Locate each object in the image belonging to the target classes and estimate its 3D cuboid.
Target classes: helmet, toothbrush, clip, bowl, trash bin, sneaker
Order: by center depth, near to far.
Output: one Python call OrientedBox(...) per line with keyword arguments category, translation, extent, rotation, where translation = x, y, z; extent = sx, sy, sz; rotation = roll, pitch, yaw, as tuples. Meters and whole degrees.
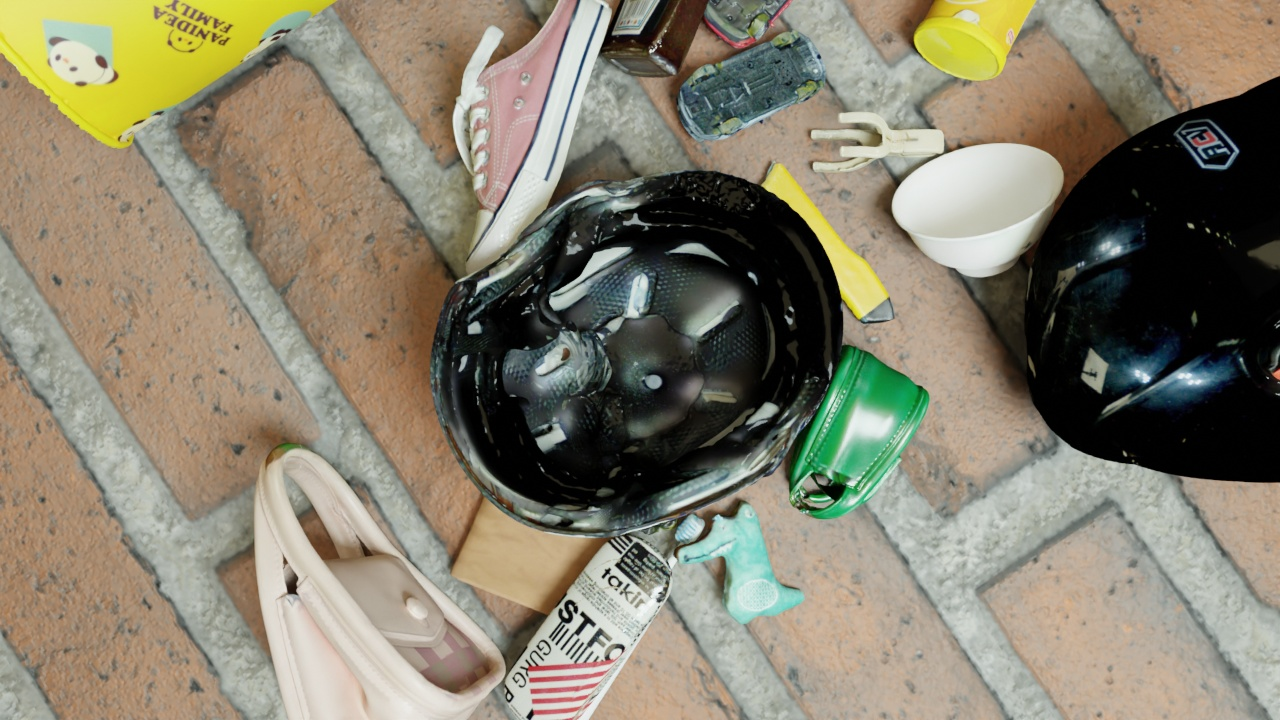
OrientedBox(category="helmet", translation=(0.373, -0.046, 0.597), extent=(0.230, 0.232, 0.275), rotation=(-7, 129, 16))
OrientedBox(category="trash bin", translation=(-0.322, -0.311, 0.639), extent=(0.255, 0.230, 0.229), rotation=(-31, 88, -6))
OrientedBox(category="helmet", translation=(-0.004, 0.004, 0.650), extent=(0.273, 0.157, 0.230), rotation=(-34, 82, -9))
OrientedBox(category="sneaker", translation=(-0.097, -0.173, 0.682), extent=(0.088, 0.118, 0.241), rotation=(20, 81, -13))
OrientedBox(category="bowl", translation=(0.254, -0.103, 0.687), extent=(0.118, 0.118, 0.065), rotation=(-28, 127, 0))
OrientedBox(category="clip", translation=(0.181, -0.167, 0.697), extent=(0.102, 0.095, 0.035), rotation=(-2, 88, 12))
OrientedBox(category="toothbrush", translation=(-0.014, 0.214, 0.708), extent=(0.026, 0.027, 0.221), rotation=(34, 89, -38))

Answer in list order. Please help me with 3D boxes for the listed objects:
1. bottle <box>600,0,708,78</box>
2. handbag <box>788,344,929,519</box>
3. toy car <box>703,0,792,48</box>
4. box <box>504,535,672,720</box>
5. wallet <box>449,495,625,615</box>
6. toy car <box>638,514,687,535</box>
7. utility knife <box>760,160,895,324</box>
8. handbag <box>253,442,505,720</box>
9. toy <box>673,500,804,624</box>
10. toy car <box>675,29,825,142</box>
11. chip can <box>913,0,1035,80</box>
OrientedBox(category="bottle", translation=(0.034, -0.313, 0.697), extent=(0.044, 0.080, 0.195), rotation=(22, 90, -41))
OrientedBox(category="handbag", translation=(0.146, 0.053, 0.659), extent=(0.068, 0.131, 0.120), rotation=(30, 92, 6))
OrientedBox(category="toy car", translation=(0.100, -0.293, 0.710), extent=(0.053, 0.045, 0.120), rotation=(43, 85, 4))
OrientedBox(category="box", translation=(-0.040, 0.203, 0.680), extent=(0.069, 0.052, 0.164), rotation=(34, 89, 6))
OrientedBox(category="wallet", translation=(-0.077, 0.143, 0.716), extent=(0.115, 0.020, 0.101), rotation=(24, 88, -1))
OrientedBox(category="toy car", translation=(0.036, 0.094, 0.703), extent=(0.105, 0.048, 0.032), rotation=(-33, 59, 1))
OrientedBox(category="utility knife", translation=(0.146, -0.091, 0.720), extent=(0.033, 0.015, 0.156), rotation=(-36, 87, -6))
OrientedBox(category="handbag", translation=(-0.199, 0.162, 0.642), extent=(0.093, 0.193, 0.234), rotation=(-34, 78, -2))
OrientedBox(category="toy", translation=(0.074, 0.156, 0.704), extent=(0.096, 0.030, 0.092), rotation=(-12, 85, -20))
OrientedBox(category="toy car", translation=(0.086, -0.212, 0.715), extent=(0.120, 0.037, 0.054), rotation=(-27, 88, -10))
OrientedBox(category="chip can", translation=(0.288, -0.323, 0.696), extent=(0.072, 0.072, 0.213), rotation=(28, 88, 2))
